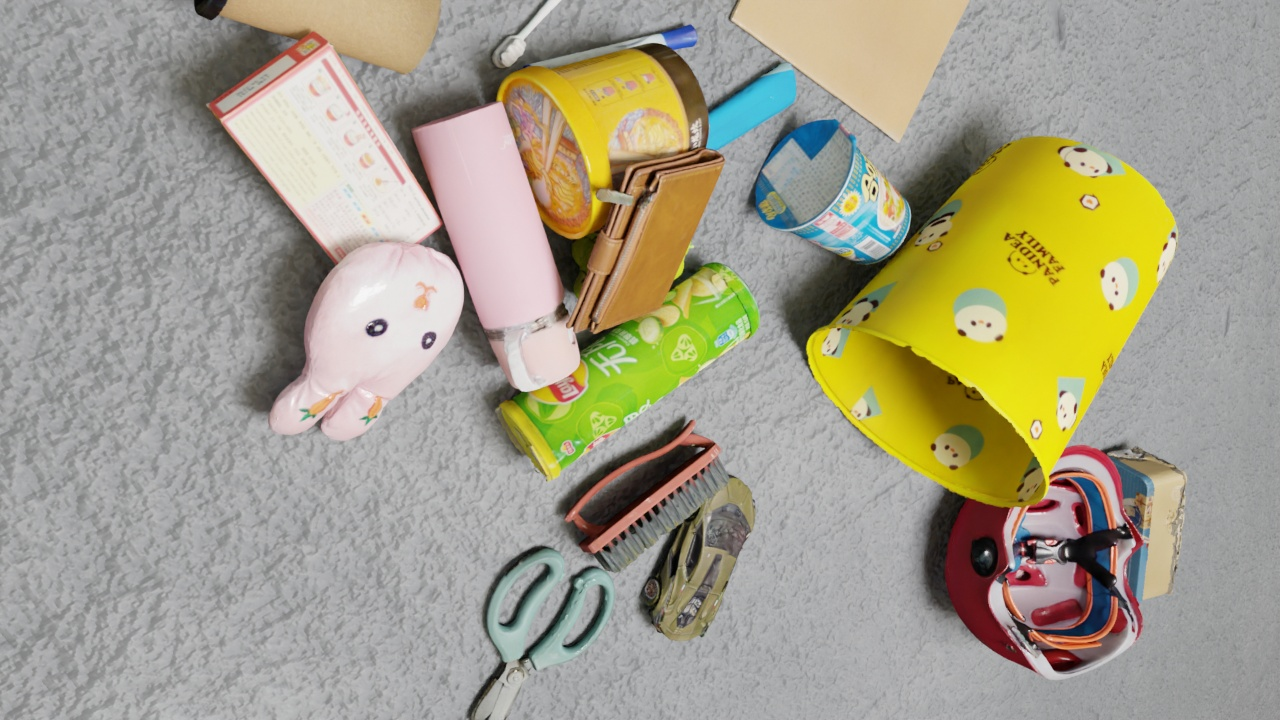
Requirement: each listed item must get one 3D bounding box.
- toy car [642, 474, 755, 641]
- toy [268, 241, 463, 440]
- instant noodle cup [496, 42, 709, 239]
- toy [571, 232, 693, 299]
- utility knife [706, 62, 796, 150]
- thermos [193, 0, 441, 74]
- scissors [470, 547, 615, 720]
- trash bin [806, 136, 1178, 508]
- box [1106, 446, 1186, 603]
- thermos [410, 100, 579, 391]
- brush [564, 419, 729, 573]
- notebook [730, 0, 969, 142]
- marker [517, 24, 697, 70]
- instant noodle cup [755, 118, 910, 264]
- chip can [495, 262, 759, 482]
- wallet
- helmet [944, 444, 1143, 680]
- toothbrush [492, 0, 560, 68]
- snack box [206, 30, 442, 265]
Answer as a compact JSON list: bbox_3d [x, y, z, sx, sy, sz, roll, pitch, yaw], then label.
[{"bbox_3d":[0.057,0.179,0.833,0.070,0.042,0.158,20,92,-31],"label":"toy car"},{"bbox_3d":[-0.185,-0.009,0.627,0.159,0.054,0.121,-57,152,11],"label":"toy"},{"bbox_3d":[-0.024,-0.162,0.649,0.114,0.119,0.118,-31,117,-26],"label":"instant noodle cup"},{"bbox_3d":[-0.006,-0.080,0.725,0.100,0.031,0.096,-3,93,-18],"label":"toy"},{"bbox_3d":[0.041,-0.172,0.730,0.217,0.018,0.034,-35,118,-16],"label":"utility knife"},{"bbox_3d":[-0.198,-0.230,0.553,0.143,0.093,0.093,14,98,-39],"label":"thermos"},{"bbox_3d":[-0.104,0.237,0.779,0.180,0.019,0.143,-50,121,-5],"label":"scissors"},{"bbox_3d":[0.313,-0.042,0.804,0.255,0.230,0.229,-50,121,-13],"label":"trash bin"},{"bbox_3d":[0.582,0.199,1.083,0.061,0.090,0.184,-8,107,-13],"label":"box"},{"bbox_3d":[-0.099,-0.074,0.643,0.067,0.087,0.199,-11,109,13],"label":"thermos"},{"bbox_3d":[0.009,0.112,0.779,0.145,0.063,0.069,-36,89,-15],"label":"brush"},{"bbox_3d":[0.183,-0.299,0.774,0.207,0.008,0.148,24,94,-31],"label":"notebook"},{"bbox_3d":[-0.023,-0.227,0.683,0.145,0.017,0.017,-21,114,-21],"label":"marker"},{"bbox_3d":[0.169,-0.132,0.771,0.109,0.099,0.099,25,92,-38],"label":"instant noodle cup"},{"bbox_3d":[-0.004,0.004,0.729,0.221,0.072,0.072,-35,118,-15],"label":"chip can"},{"bbox_3d":[0.002,-0.080,0.638,0.118,0.035,0.131,-22,144,-50],"label":"wallet"},{"bbox_3d":[0.408,0.203,0.968,0.206,0.144,0.240,-5,93,-27],"label":"helmet"},{"bbox_3d":[-0.043,-0.277,0.656,0.180,0.016,0.016,-50,128,-7],"label":"toothbrush"},{"bbox_3d":[-0.192,-0.120,0.583,0.077,0.027,0.156,-40,145,-12],"label":"snack box"}]
